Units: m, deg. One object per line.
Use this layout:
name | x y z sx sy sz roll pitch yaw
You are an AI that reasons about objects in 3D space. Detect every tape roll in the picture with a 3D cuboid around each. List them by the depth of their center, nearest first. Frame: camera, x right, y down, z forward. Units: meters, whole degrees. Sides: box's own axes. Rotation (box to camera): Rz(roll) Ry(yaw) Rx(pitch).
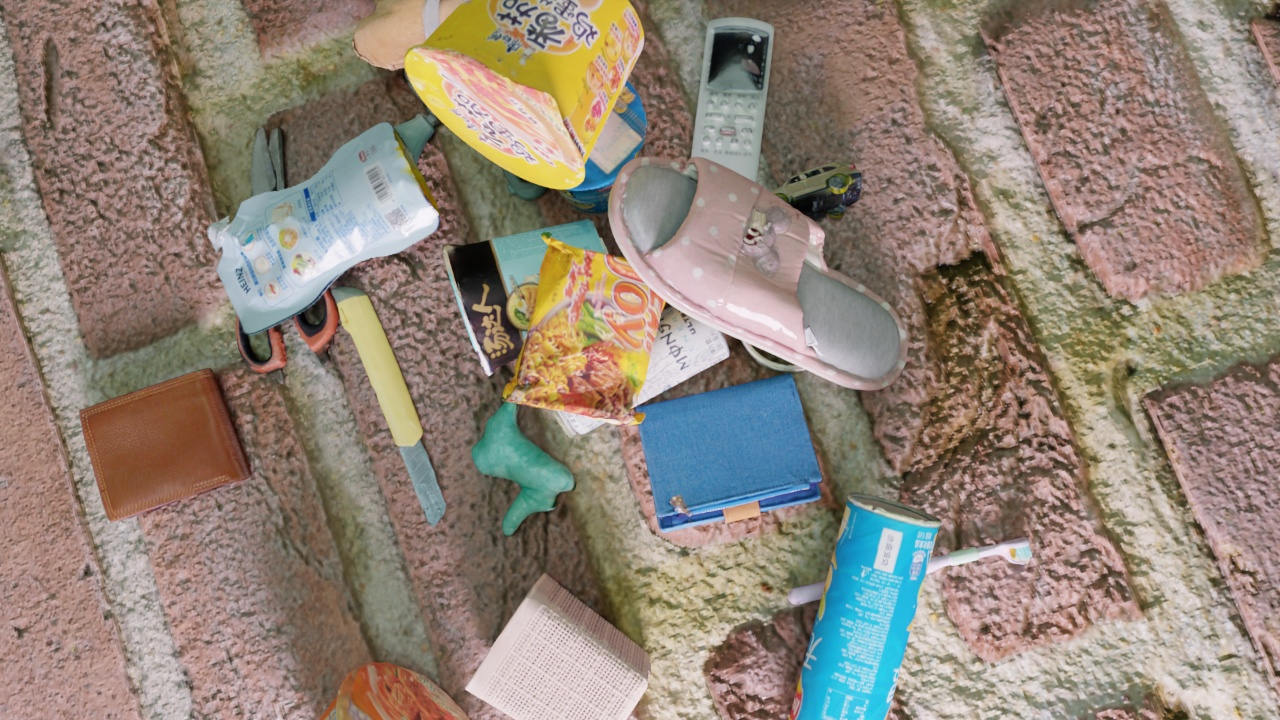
tape roll | 0.122 -0.033 0.748 0.086 0.014 0.085 -1 84 4

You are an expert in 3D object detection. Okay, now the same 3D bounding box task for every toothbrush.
toothbrush | 0.209 0.167 0.718 0.189 0.029 0.021 -13 43 5

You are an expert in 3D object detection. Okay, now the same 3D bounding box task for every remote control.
remote control | 0.076 -0.213 0.767 0.058 0.021 0.150 6 85 5

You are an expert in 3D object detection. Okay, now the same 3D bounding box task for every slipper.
slipper | 0.099 -0.063 0.679 0.274 0.055 0.114 31 64 -18

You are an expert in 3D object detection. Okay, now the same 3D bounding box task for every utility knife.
utility knife | -0.207 0.034 0.764 0.031 0.022 0.219 -22 76 -17

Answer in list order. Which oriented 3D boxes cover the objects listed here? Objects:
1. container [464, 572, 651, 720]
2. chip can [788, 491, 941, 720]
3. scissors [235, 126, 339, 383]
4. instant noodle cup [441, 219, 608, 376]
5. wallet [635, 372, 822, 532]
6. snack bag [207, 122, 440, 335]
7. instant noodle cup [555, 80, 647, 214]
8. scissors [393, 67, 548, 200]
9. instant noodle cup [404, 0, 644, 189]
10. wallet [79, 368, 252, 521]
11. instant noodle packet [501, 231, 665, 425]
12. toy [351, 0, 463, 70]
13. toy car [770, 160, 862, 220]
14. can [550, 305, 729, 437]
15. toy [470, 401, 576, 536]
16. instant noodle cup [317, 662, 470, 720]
container | -0.057 0.234 0.699 0.111 0.090 0.090 33 87 4
chip can | 0.161 0.208 0.679 0.071 0.071 0.210 15 92 6
scissors | -0.302 -0.096 0.789 0.193 0.015 0.206 31 87 8
instant noodle cup | -0.082 -0.058 0.726 0.120 0.111 0.111 -19 83 -5
wallet | 0.070 0.074 0.730 0.133 0.040 0.106 -13 74 3
snack bag | -0.266 -0.110 0.761 0.191 0.039 0.110 -30 87 4
instant noodle cup | -0.041 -0.165 0.727 0.099 0.110 0.099 -1 83 4
scissors | -0.152 -0.177 0.784 0.180 0.019 0.170 22 85 8
instant noodle cup | -0.069 -0.200 0.617 0.138 0.138 0.109 31 78 7
wallet | -0.400 0.072 0.772 0.124 0.032 0.101 -19 86 3
instant noodle packet | -0.034 -0.021 0.671 0.110 0.044 0.128 14 90 -20
toy | -0.203 -0.356 0.776 0.143 0.082 0.226 -23 80 -7
toy car | 0.133 -0.131 0.744 0.090 0.042 0.035 -21 61 -3
can | -0.004 0.004 0.732 0.147 0.058 0.058 -28 82 1
toy | -0.098 0.091 0.746 0.092 0.030 0.096 34 93 9
instant noodle cup | -0.197 0.318 0.676 0.111 0.151 0.151 -45 82 7
